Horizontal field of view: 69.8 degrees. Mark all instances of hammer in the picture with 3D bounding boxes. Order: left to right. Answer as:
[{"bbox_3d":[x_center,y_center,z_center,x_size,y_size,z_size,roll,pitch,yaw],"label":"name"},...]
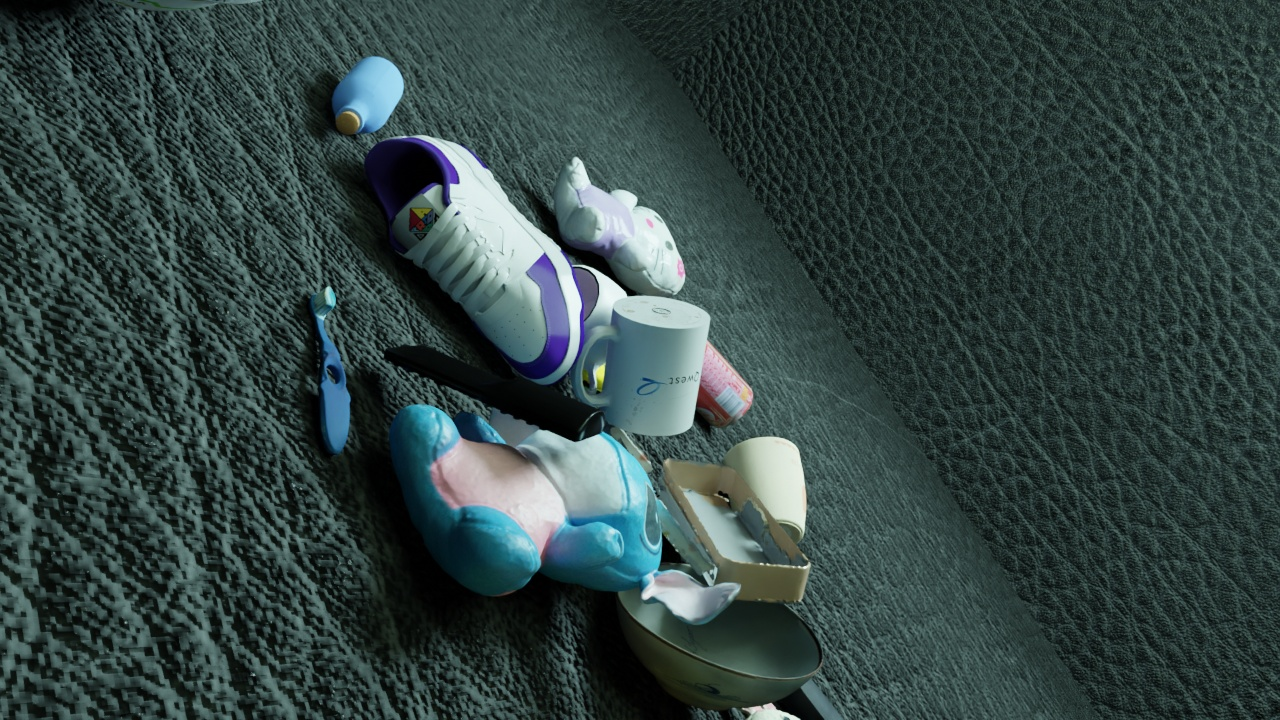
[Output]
[{"bbox_3d":[0.195,0.360,0.812,0.312,0.035,0.139,53,19,0],"label":"hammer"}]

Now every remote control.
[{"bbox_3d":[-0.091,0.016,0.572,0.140,0.021,0.045,21,9,16],"label":"remote control"}]

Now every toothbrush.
[{"bbox_3d":[-0.186,0.003,0.547,0.021,0.016,0.132,33,26,-45],"label":"toothbrush"}]

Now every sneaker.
[{"bbox_3d":[-0.137,-0.089,0.732,0.244,0.092,0.111,54,19,16],"label":"sneaker"}]

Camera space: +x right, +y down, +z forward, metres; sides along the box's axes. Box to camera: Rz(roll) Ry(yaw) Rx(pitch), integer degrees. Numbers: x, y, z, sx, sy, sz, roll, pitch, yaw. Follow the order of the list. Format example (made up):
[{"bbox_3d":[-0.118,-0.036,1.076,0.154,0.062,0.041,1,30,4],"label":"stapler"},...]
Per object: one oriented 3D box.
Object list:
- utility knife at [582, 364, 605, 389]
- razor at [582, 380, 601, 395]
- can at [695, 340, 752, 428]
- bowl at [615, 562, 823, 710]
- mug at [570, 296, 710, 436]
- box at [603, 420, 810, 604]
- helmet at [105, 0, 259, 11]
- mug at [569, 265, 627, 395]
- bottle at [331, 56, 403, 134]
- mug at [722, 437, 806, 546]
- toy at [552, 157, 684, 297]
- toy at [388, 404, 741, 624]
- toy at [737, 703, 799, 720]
[{"bbox_3d":[0.001,0.030,0.971,0.233,0.020,0.028,22,37,-61],"label":"utility knife"},{"bbox_3d":[-0.013,0.042,0.900,0.044,0.021,0.144,36,5,22],"label":"razor"},{"bbox_3d":[0.074,0.019,1.093,0.124,0.067,0.066,46,19,-22],"label":"can"},{"bbox_3d":[0.048,0.203,0.648,0.150,0.057,0.150,16,11,-3],"label":"bowl"},{"bbox_3d":[-0.004,0.005,0.780,0.119,0.096,0.083,-4,24,-30],"label":"mug"},{"bbox_3d":[0.041,0.117,0.751,0.156,0.071,0.216,37,5,-18],"label":"box"},{"bbox_3d":[-0.292,-0.323,0.528,0.314,0.237,0.230,26,54,-30],"label":"helmet"},{"bbox_3d":[-0.051,-0.022,0.831,0.076,0.090,0.123,46,34,-52],"label":"mug"},{"bbox_3d":[-0.238,-0.223,0.789,0.048,0.048,0.131,45,19,-25],"label":"bottle"},{"bbox_3d":[0.138,0.157,0.994,0.104,0.085,0.112,-93,172,-45],"label":"mug"},{"bbox_3d":[-0.027,-0.151,1.137,0.209,0.086,0.137,27,33,-51],"label":"toy"},{"bbox_3d":[-0.053,0.096,0.563,0.224,0.099,0.191,40,15,33],"label":"toy"},{"bbox_3d":[0.106,0.296,0.689,0.087,0.050,0.112,39,17,-37],"label":"toy"}]
